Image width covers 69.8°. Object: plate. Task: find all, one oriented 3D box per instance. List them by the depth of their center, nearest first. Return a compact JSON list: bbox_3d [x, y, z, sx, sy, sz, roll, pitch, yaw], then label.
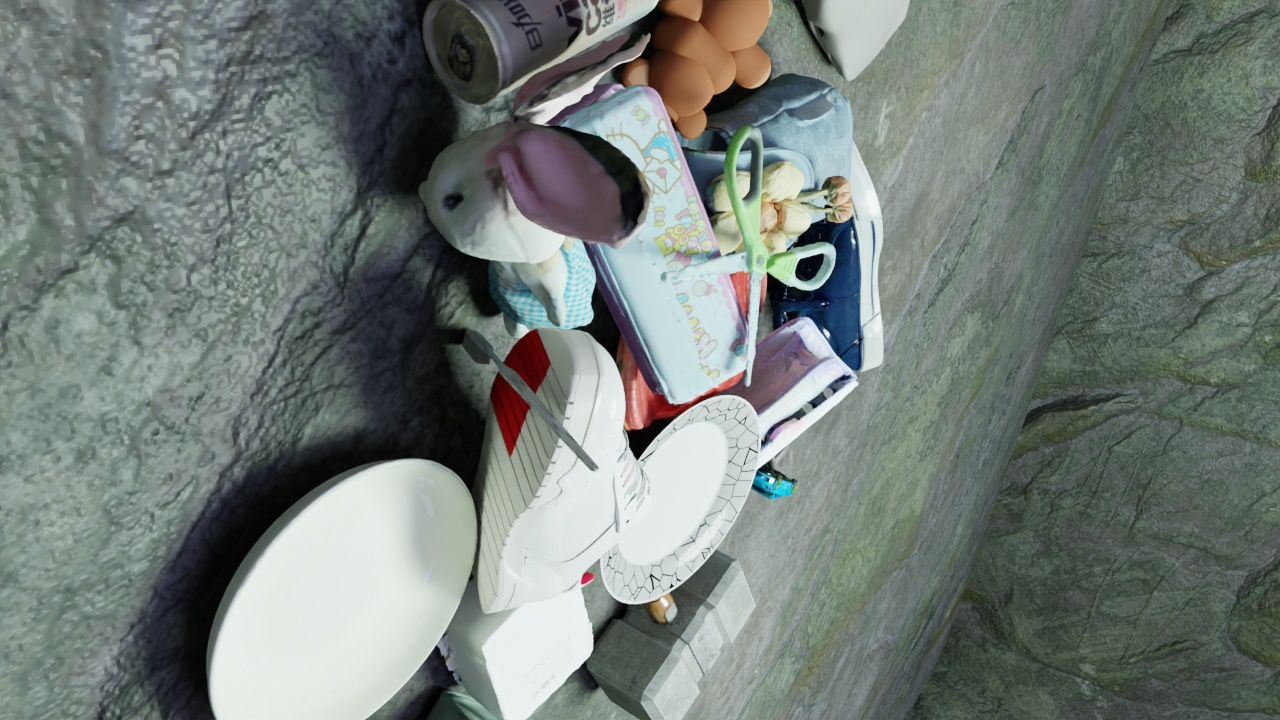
[{"bbox_3d":[-0.171,0.134,0.529,0.181,0.034,0.183,-37,140,-40],"label":"plate"},{"bbox_3d":[0.031,0.111,0.745,0.188,0.016,0.189,-29,134,-36],"label":"plate"}]

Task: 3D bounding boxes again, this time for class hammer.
[{"bbox_3d":[-0.001,0.184,0.813,0.162,0.083,0.318,-50,139,-26],"label":"hammer"}]

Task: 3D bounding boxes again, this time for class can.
[{"bbox_3d":[-0.046,-0.185,0.478,0.135,0.054,0.054,-42,143,-35],"label":"can"}]

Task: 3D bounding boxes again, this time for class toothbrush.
[{"bbox_3d":[-0.063,0.020,0.487,0.010,0.181,0.010,5,109,-31],"label":"toothbrush"}]

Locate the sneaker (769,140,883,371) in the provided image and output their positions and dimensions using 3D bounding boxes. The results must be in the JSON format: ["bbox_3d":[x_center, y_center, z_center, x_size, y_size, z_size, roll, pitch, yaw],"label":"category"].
[{"bbox_3d":[0.157,-0.088,0.862,0.127,0.120,0.295,-16,132,-2],"label":"sneaker"}]

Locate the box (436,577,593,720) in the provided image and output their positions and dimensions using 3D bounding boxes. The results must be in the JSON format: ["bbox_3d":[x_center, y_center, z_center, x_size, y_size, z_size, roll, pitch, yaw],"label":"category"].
[{"bbox_3d":[-0.104,0.197,0.686,0.102,0.091,0.107,-37,132,-34],"label":"box"}]

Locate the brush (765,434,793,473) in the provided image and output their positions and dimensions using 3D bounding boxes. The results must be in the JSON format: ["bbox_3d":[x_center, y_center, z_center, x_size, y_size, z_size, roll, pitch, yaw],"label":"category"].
[{"bbox_3d":[0.154,0.089,1.043,0.038,0.012,0.151,-53,148,-21],"label":"brush"}]

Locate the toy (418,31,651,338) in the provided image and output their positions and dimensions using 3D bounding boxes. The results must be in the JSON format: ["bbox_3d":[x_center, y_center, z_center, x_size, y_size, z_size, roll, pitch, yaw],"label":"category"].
[{"bbox_3d":[-0.064,-0.079,0.492,0.206,0.105,0.130,120,-23,-62],"label":"toy"}]

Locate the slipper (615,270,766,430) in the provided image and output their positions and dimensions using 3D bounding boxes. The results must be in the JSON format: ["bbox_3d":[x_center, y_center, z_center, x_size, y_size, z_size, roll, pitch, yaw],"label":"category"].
[{"bbox_3d":[0.058,-0.025,0.733,0.248,0.059,0.104,-41,133,-48],"label":"slipper"}]

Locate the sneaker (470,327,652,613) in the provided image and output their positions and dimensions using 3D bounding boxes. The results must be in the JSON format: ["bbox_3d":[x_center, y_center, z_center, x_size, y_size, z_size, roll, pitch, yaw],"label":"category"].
[{"bbox_3d":[-0.037,0.070,0.567,0.104,0.090,0.237,-4,136,-25],"label":"sneaker"}]

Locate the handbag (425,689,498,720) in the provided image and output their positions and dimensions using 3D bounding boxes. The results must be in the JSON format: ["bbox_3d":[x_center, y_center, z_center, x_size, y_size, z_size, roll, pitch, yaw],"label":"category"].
[{"bbox_3d":[-0.103,0.307,0.675,0.067,0.122,0.106,-58,150,-13],"label":"handbag"}]

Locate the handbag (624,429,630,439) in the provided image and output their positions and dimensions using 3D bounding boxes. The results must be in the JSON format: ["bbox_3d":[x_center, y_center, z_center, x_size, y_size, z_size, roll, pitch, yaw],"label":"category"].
[{"bbox_3d":[-0.004,0.004,0.718,0.119,0.029,0.055,-62,149,-17],"label":"handbag"}]

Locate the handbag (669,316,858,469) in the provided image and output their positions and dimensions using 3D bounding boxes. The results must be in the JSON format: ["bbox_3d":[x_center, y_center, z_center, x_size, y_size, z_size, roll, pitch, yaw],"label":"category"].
[{"bbox_3d":[0.120,0.046,0.836,0.159,0.069,0.126,-39,148,8],"label":"handbag"}]

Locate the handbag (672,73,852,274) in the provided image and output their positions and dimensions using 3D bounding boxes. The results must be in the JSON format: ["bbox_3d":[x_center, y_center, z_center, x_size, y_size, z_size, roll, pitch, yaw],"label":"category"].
[{"bbox_3d":[0.099,-0.134,0.685,0.191,0.119,0.122,-30,133,-35],"label":"handbag"}]

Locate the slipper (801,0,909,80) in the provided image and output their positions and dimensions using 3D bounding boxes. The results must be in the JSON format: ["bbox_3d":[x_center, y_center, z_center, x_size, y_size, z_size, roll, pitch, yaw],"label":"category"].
[{"bbox_3d":[0.160,-0.311,0.715,0.113,0.080,0.265,-47,166,7],"label":"slipper"}]

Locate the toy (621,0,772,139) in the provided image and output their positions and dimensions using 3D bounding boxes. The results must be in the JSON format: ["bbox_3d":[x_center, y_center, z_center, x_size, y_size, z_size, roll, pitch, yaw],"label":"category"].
[{"bbox_3d":[0.035,-0.200,0.600,0.095,0.065,0.128,34,93,-28],"label":"toy"}]

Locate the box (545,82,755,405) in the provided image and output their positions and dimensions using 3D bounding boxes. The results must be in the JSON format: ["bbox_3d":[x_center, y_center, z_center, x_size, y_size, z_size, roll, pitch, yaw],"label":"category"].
[{"bbox_3d":[0.005,-0.069,0.590,0.078,0.065,0.214,-38,124,-19],"label":"box"}]

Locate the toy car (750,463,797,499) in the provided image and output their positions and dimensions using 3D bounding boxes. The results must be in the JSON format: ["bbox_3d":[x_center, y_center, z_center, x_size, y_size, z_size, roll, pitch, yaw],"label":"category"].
[{"bbox_3d":[0.138,0.133,1.015,0.032,0.048,0.105,-62,152,0],"label":"toy car"}]

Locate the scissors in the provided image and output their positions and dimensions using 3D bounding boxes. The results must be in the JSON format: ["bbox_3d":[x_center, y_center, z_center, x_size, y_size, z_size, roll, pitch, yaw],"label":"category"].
[{"bbox_3d":[0.076,-0.066,0.600,0.172,0.021,0.171,-17,114,-44],"label":"scissors"}]
